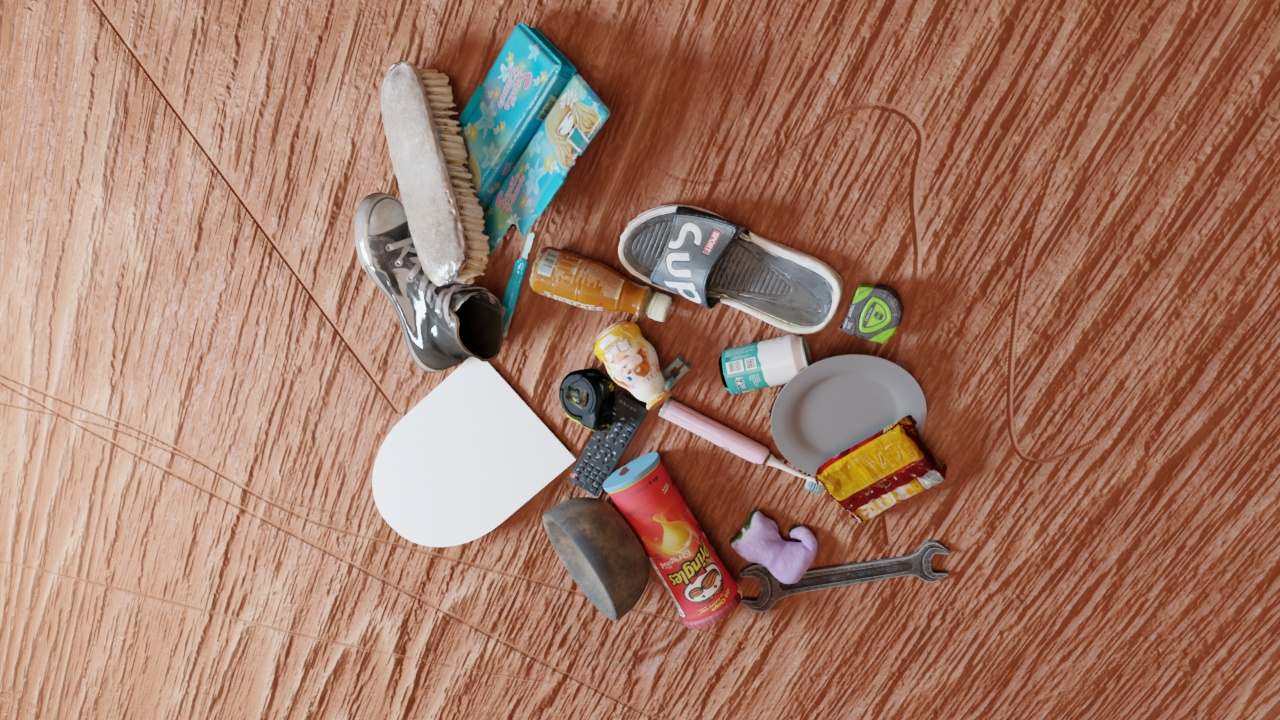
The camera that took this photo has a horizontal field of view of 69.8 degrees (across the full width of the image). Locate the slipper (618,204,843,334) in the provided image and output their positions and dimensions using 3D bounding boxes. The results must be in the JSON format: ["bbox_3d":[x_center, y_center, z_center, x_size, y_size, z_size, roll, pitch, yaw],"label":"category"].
[{"bbox_3d":[0.100,-0.103,1.046,0.264,0.063,0.111,22,112,4],"label":"slipper"}]

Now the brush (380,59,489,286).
[{"bbox_3d":[-0.237,-0.214,1.046,0.083,0.056,0.271,-24,77,34],"label":"brush"}]

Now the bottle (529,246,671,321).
[{"bbox_3d":[-0.046,-0.086,1.091,0.167,0.059,0.059,18,112,7],"label":"bottle"}]

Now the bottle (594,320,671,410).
[{"bbox_3d":[-0.007,0.006,1.100,0.063,0.063,0.109,-39,81,23],"label":"bottle"}]

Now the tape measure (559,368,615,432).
[{"bbox_3d":[-0.066,0.046,1.140,0.072,0.042,0.071,17,107,36],"label":"tape measure"}]

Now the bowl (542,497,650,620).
[{"bbox_3d":[-0.050,0.243,1.164,0.070,0.162,0.162,-33,100,-20],"label":"bowl"}]

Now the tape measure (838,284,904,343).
[{"bbox_3d":[0.265,-0.054,1.032,0.059,0.035,0.066,27,117,15],"label":"tape measure"}]

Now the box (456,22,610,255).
[{"bbox_3d":[-0.140,-0.237,1.037,0.227,0.039,0.181,-52,60,23],"label":"box"}]

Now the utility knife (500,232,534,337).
[{"bbox_3d":[-0.155,-0.094,1.141,0.022,0.015,0.141,34,114,24],"label":"utility knife"}]

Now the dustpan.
[{"bbox_3d":[-0.241,0.136,1.241,0.258,0.053,0.191,-41,94,12],"label":"dustpan"}]

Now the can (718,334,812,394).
[{"bbox_3d":[0.146,0.004,1.072,0.102,0.054,0.055,-13,104,18],"label":"can"}]

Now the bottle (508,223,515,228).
[{"bbox_3d":[-0.169,-0.175,1.102,0.185,0.045,0.045,-38,96,30],"label":"bottle"}]

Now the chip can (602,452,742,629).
[{"bbox_3d":[0.041,0.227,1.160,0.087,0.086,0.213,-28,98,21],"label":"chip can"}]

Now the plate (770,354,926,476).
[{"bbox_3d":[0.242,0.066,1.072,0.178,0.012,0.179,1,122,2],"label":"plate"}]

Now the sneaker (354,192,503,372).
[{"bbox_3d":[-0.253,-0.097,1.106,0.120,0.095,0.235,-6,108,41],"label":"sneaker"}]

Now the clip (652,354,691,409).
[{"bbox_3d":[0.030,0.026,1.129,0.037,0.023,0.075,44,112,-1],"label":"clip"}]

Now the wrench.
[{"bbox_3d":[0.252,0.272,1.159,0.274,0.010,0.070,-14,104,19],"label":"wrench"}]

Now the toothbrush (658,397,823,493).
[{"bbox_3d":[0.126,0.106,1.127,0.222,0.027,0.026,27,84,5],"label":"toothbrush"}]

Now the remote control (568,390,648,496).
[{"bbox_3d":[-0.041,0.106,1.176,0.047,0.022,0.151,32,115,2],"label":"remote control"}]

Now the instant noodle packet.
[{"bbox_3d":[0.283,0.130,1.078,0.136,0.039,0.098,-35,115,24],"label":"instant noodle packet"}]

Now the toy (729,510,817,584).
[{"bbox_3d":[0.171,0.231,1.154,0.100,0.036,0.080,36,97,6],"label":"toy"}]
